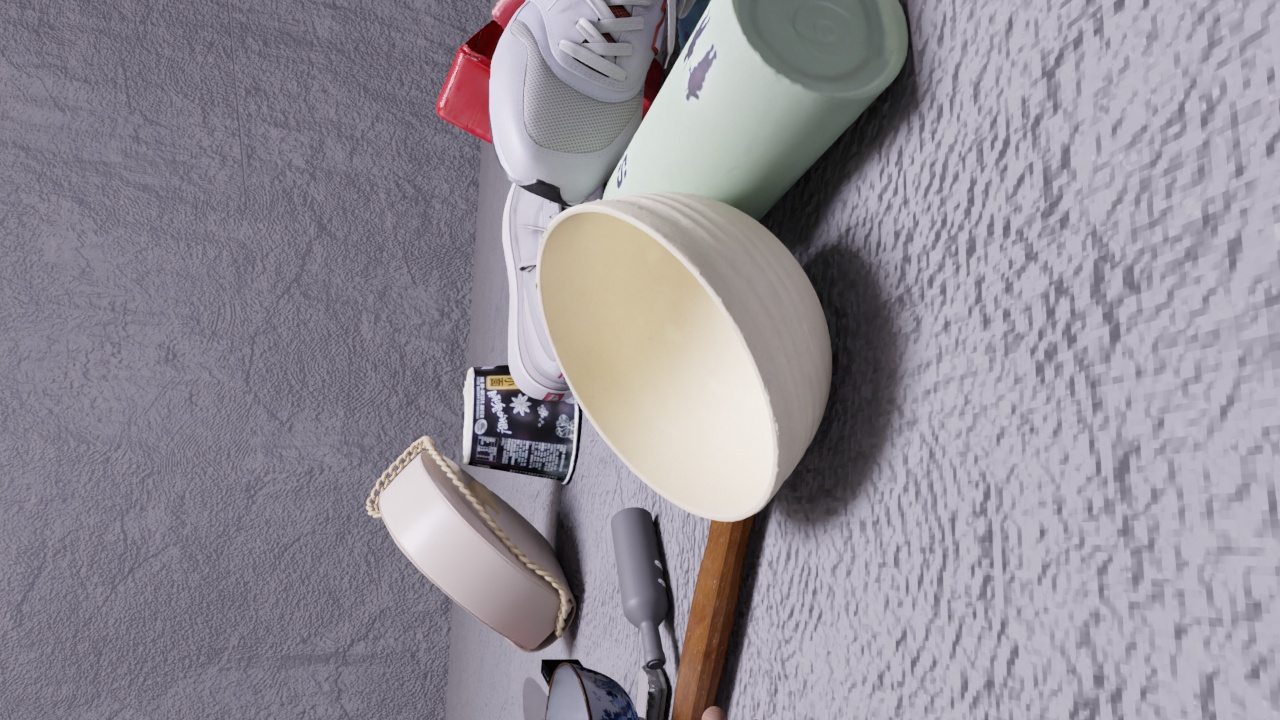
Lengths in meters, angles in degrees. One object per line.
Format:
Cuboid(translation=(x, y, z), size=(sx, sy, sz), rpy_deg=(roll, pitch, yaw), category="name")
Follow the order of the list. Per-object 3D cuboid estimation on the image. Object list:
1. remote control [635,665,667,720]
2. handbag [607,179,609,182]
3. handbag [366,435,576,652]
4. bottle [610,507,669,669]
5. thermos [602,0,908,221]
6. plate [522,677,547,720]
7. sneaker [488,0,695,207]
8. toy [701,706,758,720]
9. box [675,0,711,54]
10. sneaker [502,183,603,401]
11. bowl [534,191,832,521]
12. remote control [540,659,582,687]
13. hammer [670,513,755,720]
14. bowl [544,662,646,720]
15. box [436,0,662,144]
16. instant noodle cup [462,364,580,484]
Cuboid(translation=(0.002, 0.266, 0.602), size=(0.033, 0.013, 0.136), rpy_deg=(-134, 48, -72), category="remote control")
Cuboid(translation=(0.009, -0.073, 0.598), size=(0.079, 0.054, 0.128), rpy_deg=(-161, 79, -71), category="handbag")
Cuboid(translation=(-0.166, 0.188, 0.913), size=(0.103, 0.208, 0.211), rpy_deg=(-46, 16, -3), category="handbag")
Cuboid(translation=(0.002, 0.149, 0.602), size=(0.112, 0.030, 0.030), rpy_deg=(-102, 22, -47), category="bottle")
Cuboid(translation=(0.036, -0.095, 0.446), size=(0.232, 0.082, 0.082), rpy_deg=(134, 139, -64), category="thermos")
Cuboid(translation=(-0.040, 0.308, 0.630), size=(0.188, 0.016, 0.188), rpy_deg=(158, 92, -86), category="plate")
Cuboid(translation=(-0.013, -0.208, 0.501), size=(0.125, 0.088, 0.239), rpy_deg=(-39, 35, 55), category="sneaker")
Cuboid(translation=(0.042, 0.196, 0.381), size=(0.042, 0.054, 0.101), rpy_deg=(171, 106, -71), category="toy")
Cuboid(translation=(0.052, -0.290, 0.534), size=(0.151, 0.035, 0.213), rpy_deg=(130, 142, -56), category="box")
Cuboid(translation=(-0.063, -0.101, 0.831), size=(0.129, 0.096, 0.262), rpy_deg=(-26, 59, 60), category="sneaker")
Cuboid(translation=(0.028, -0.012, 0.407), size=(0.151, 0.075, 0.151), rpy_deg=(37, 145, 31), category="bowl")
Cuboid(translation=(-0.057, 0.280, 0.782), size=(0.150, 0.034, 0.013), rpy_deg=(168, 106, -75), category="remote control")
Cuboid(translation=(0.026, 0.197, 0.498), size=(0.115, 0.033, 0.323), rpy_deg=(-126, 43, -66), category="hammer")
Cuboid(translation=(-0.020, 0.225, 0.506), size=(0.114, 0.045, 0.114), rpy_deg=(-176, 91, -72), category="bowl")
Cuboid(translation=(-0.059, -0.200, 0.657), size=(0.110, 0.134, 0.157), rpy_deg=(-48, 15, 23), category="box")
Cuboid(translation=(-0.130, 0.062, 0.975), size=(0.137, 0.112, 0.137), rpy_deg=(-177, 91, -75), category="instant noodle cup")
